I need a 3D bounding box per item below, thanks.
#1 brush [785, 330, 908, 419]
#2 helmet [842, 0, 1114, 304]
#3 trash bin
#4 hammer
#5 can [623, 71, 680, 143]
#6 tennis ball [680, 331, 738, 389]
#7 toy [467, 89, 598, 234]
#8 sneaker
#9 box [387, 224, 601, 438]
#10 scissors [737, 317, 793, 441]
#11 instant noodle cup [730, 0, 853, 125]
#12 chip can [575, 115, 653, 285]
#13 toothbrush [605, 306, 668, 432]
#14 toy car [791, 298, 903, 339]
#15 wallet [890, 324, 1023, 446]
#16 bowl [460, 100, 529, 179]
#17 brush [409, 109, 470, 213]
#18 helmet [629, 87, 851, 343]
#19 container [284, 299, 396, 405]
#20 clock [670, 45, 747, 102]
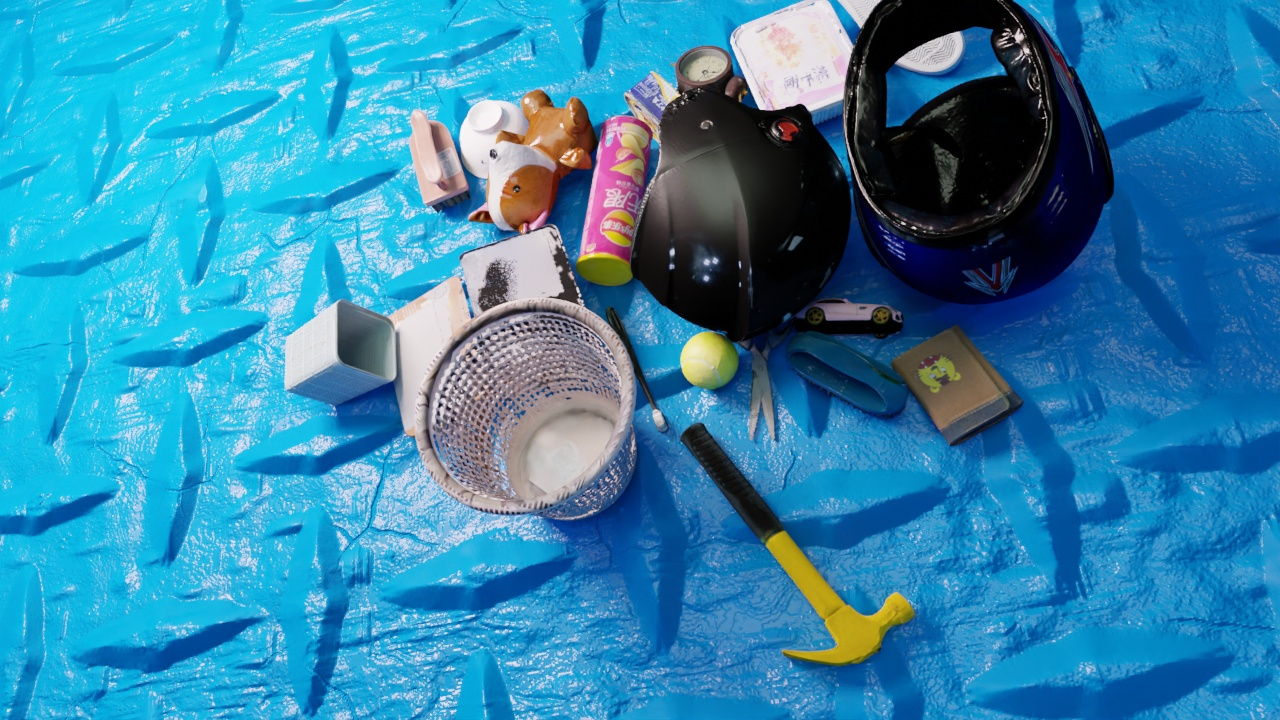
[{"bbox_3d":[0.221,0.011,0.990,0.144,0.073,0.055,31,81,24],"label":"brush"},{"bbox_3d":[0.346,-0.213,0.961,0.248,0.240,0.315,-16,72,29],"label":"helmet"},{"bbox_3d":[-0.096,0.076,0.972,0.228,0.192,0.227,-5,65,11],"label":"trash bin"},{"bbox_3d":[0.138,0.184,0.956,0.128,0.033,0.300,-36,63,-5],"label":"hammer"},{"bbox_3d":[0.038,-0.310,1.183,0.049,0.074,0.148,-38,62,-1],"label":"can"},{"bbox_3d":[0.078,0.000,1.035,0.065,0.065,0.065,-5,65,12],"label":"tennis ball"},{"bbox_3d":[-0.138,-0.250,1.178,0.140,0.130,0.199,24,83,41],"label":"toy"},{"bbox_3d":[0.317,-0.454,1.184,0.242,0.090,0.090,47,113,9],"label":"sneaker"},{"bbox_3d":[-0.192,-0.032,1.110,0.260,0.105,0.178,-19,63,-1],"label":"box"},{"bbox_3d":[0.132,0.005,1.052,0.156,0.014,0.168,36,81,24],"label":"scissors"},{"bbox_3d":[0.204,-0.369,1.176,0.138,0.060,0.173,-19,64,5],"label":"instant noodle cup"},{"bbox_3d":[-0.030,-0.202,1.152,0.071,0.071,0.210,2,66,15],"label":"chip can"},{"bbox_3d":[-0.006,0.006,1.083,0.016,0.018,0.181,-27,61,4],"label":"toothbrush"},{"bbox_3d":[0.231,-0.048,1.025,0.122,0.056,0.037,1,73,14],"label":"toy car"},{"bbox_3d":[0.337,0.025,0.980,0.090,0.033,0.115,-30,59,1],"label":"wallet"},{"bbox_3d":[-0.201,-0.314,1.251,0.118,0.065,0.118,-5,66,12],"label":"bowl"},{"bbox_3d":[-0.280,-0.276,1.249,0.063,0.073,0.145,-23,61,4],"label":"brush"},{"bbox_3d":[0.116,-0.152,1.000,0.274,0.234,0.230,-33,70,-18],"label":"helmet"},{"bbox_3d":[-0.372,-0.005,1.126,0.112,0.090,0.089,-24,61,29],"label":"container"},{"bbox_3d":[0.091,-0.359,1.196,0.082,0.055,0.122,-24,55,-4],"label":"clock"}]
